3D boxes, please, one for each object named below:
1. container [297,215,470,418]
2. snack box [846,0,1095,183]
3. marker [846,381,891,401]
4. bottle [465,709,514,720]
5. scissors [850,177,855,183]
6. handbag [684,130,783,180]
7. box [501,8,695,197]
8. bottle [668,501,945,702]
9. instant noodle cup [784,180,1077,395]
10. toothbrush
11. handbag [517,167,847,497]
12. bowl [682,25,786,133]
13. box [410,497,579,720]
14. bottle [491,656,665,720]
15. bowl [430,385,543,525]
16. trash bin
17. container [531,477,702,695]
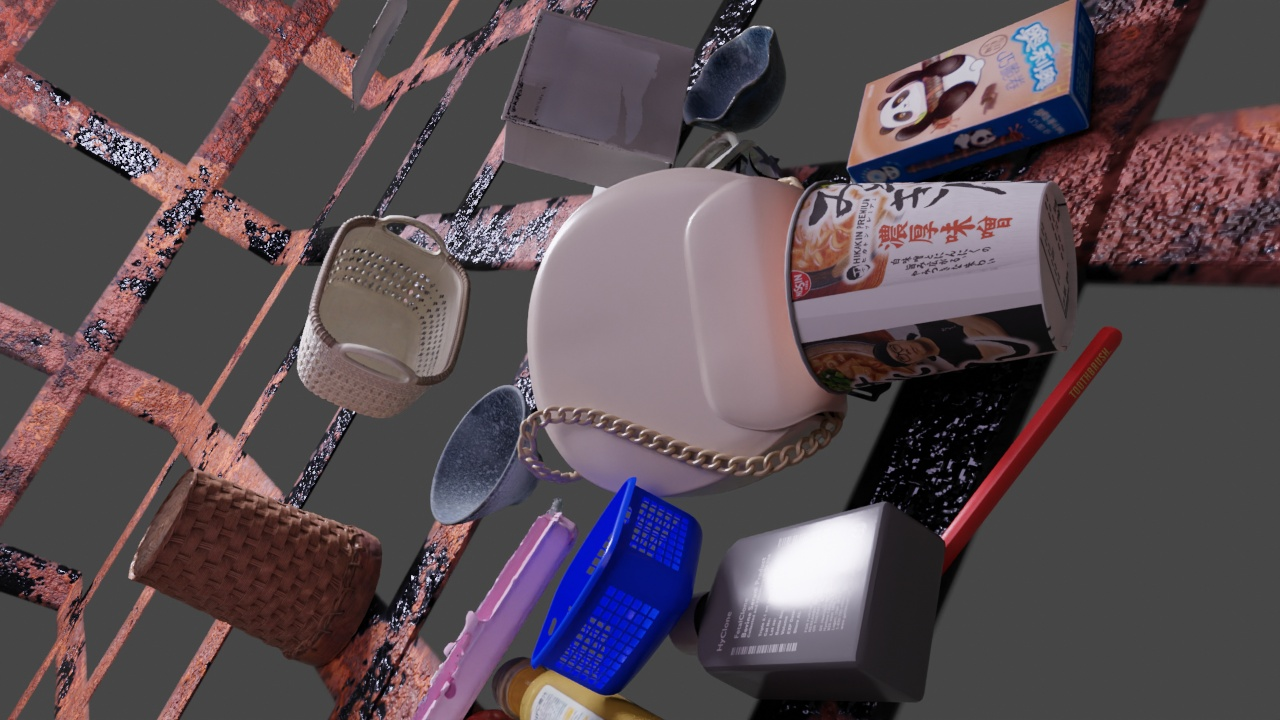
[{"bbox_3d":[-0.320,-0.051,1.137,0.143,0.184,0.245,-46,29,37],"label":"container"},{"bbox_3d":[0.215,-0.169,0.605,0.152,0.034,0.087,-12,49,43],"label":"snack box"},{"bbox_3d":[0.115,0.006,0.613,0.139,0.016,0.022,17,98,59],"label":"marker"},{"bbox_3d":[-0.097,0.290,0.615,0.044,0.044,0.109,-47,32,15],"label":"bottle"},{"bbox_3d":[0.144,-0.072,0.647,0.203,0.015,0.201,-38,34,30],"label":"scissors"},{"bbox_3d":[0.047,-0.138,0.788,0.152,0.074,0.175,-25,41,41],"label":"handbag"},{"bbox_3d":[-0.006,-0.163,1.012,0.174,0.422,0.167,1,55,16],"label":"box"},{"bbox_3d":[0.077,0.137,0.495,0.174,0.046,0.083,-29,34,52],"label":"bottle"},{"bbox_3d":[0.161,-0.044,0.495,0.122,0.123,0.123,-3,57,36],"label":"instant noodle cup"},{"bbox_3d":[0.178,0.072,0.461,0.212,0.012,0.018,-54,30,4],"label":"toothbrush"},{"bbox_3d":[0.021,-0.017,0.603,0.209,0.103,0.210,-14,77,30],"label":"handbag"},{"bbox_3d":[0.095,-0.248,0.844,0.111,0.055,0.110,-36,36,31],"label":"bowl"},{"bbox_3d":[-0.110,0.200,0.694,0.201,0.038,0.152,-57,-2,-3],"label":"box"},{"bbox_3d":[-0.036,0.229,0.574,0.186,0.053,0.053,0,61,55],"label":"bottle"},{"bbox_3d":[-0.126,0.095,0.828,0.137,0.057,0.136,-35,36,31],"label":"bowl"},{"bbox_3d":[-0.400,0.213,0.956,0.152,0.210,0.151,-37,35,31],"label":"trash bin"},{"bbox_3d":[-0.011,0.139,0.553,0.114,0.058,0.096,-59,5,29],"label":"container"}]
